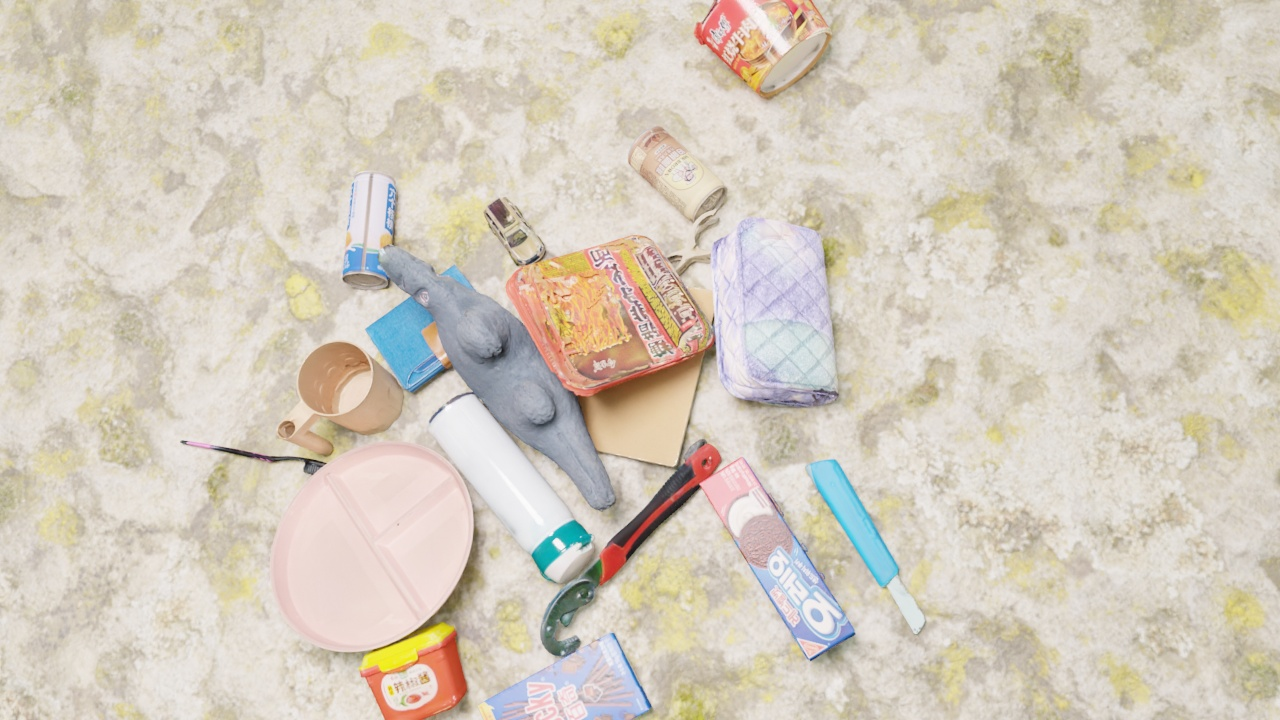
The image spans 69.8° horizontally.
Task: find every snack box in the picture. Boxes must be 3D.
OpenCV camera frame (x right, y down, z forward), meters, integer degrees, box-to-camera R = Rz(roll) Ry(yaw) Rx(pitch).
[{"bbox_3d":[0.139,0.200,0.933,0.058,0.057,0.207,-32,73,-1],"label":"snack box"},{"bbox_3d":[-0.225,0.319,0.929,0.091,0.082,0.080,-21,85,0],"label":"snack box"},{"bbox_3d":[-0.077,0.350,0.926,0.157,0.026,0.084,-28,73,-3],"label":"snack box"}]

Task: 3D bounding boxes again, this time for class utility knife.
[{"bbox_3d":[0.235,0.188,0.946,0.034,0.018,0.199,-32,72,9],"label":"utility knife"}]

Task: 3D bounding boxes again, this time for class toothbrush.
[{"bbox_3d":[0.011,0.158,0.982,0.014,0.017,0.189,35,81,25],"label":"toothbrush"},{"bbox_3d":[-0.441,0.110,1.048,0.189,0.014,0.017,8,86,9],"label":"toothbrush"}]

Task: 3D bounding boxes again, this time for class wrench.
[{"bbox_3d":[-0.010,0.193,0.960,0.273,0.016,0.056,-49,117,-10],"label":"wrench"}]

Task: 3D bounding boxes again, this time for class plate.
[{"bbox_3d":[-0.282,0.194,0.974,0.230,0.028,0.229,-6,60,10],"label":"plate"}]

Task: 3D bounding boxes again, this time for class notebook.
[{"bbox_3d":[-0.006,0.006,1.027,0.148,0.008,0.207,10,74,15],"label":"notebook"}]

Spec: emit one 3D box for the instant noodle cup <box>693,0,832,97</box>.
[{"bbox_3d":[0.151,-0.387,1.079,0.138,0.138,0.108,-36,81,-6],"label":"instant noodle cup"}]

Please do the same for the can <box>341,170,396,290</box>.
[{"bbox_3d":[-0.322,-0.156,1.095,0.053,0.053,0.134,-2,73,6],"label":"can"}]

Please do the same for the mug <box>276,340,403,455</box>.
[{"bbox_3d":[-0.328,0.048,1.006,0.084,0.103,0.124,37,80,15],"label":"mug"}]

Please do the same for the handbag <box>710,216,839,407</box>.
[{"bbox_3d":[0.145,-0.051,0.986,0.134,0.076,0.193,7,71,-25],"label":"handbag"}]

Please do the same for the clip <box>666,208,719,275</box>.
[{"bbox_3d":[0.073,-0.120,1.051,0.092,0.035,0.103,33,84,16],"label":"clip"}]

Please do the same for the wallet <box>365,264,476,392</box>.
[{"bbox_3d":[-0.239,-0.037,1.059,0.133,0.040,0.106,-37,68,-5],"label":"wallet"}]

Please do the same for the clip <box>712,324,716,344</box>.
[{"bbox_3d":[0.102,-0.041,1.031,0.057,0.031,0.025,-36,69,-1],"label":"clip"}]

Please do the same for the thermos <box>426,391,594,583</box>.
[{"bbox_3d":[-0.137,0.138,0.979,0.073,0.073,0.224,-40,74,-7],"label":"thermos"}]

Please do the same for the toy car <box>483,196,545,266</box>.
[{"bbox_3d":[-0.150,-0.152,1.085,0.042,0.035,0.090,-35,75,-4],"label":"toy car"}]

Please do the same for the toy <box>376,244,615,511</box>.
[{"bbox_3d":[-0.142,0.012,0.974,0.091,0.138,0.356,-42,87,5],"label":"toy"}]

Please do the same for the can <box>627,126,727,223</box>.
[{"bbox_3d":[0.042,-0.217,1.071,0.058,0.058,0.116,-42,74,-7],"label":"can"}]

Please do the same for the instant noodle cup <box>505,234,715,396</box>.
[{"bbox_3d":[-0.036,-0.041,0.980,0.188,0.079,0.164,-19,65,-26],"label":"instant noodle cup"}]
